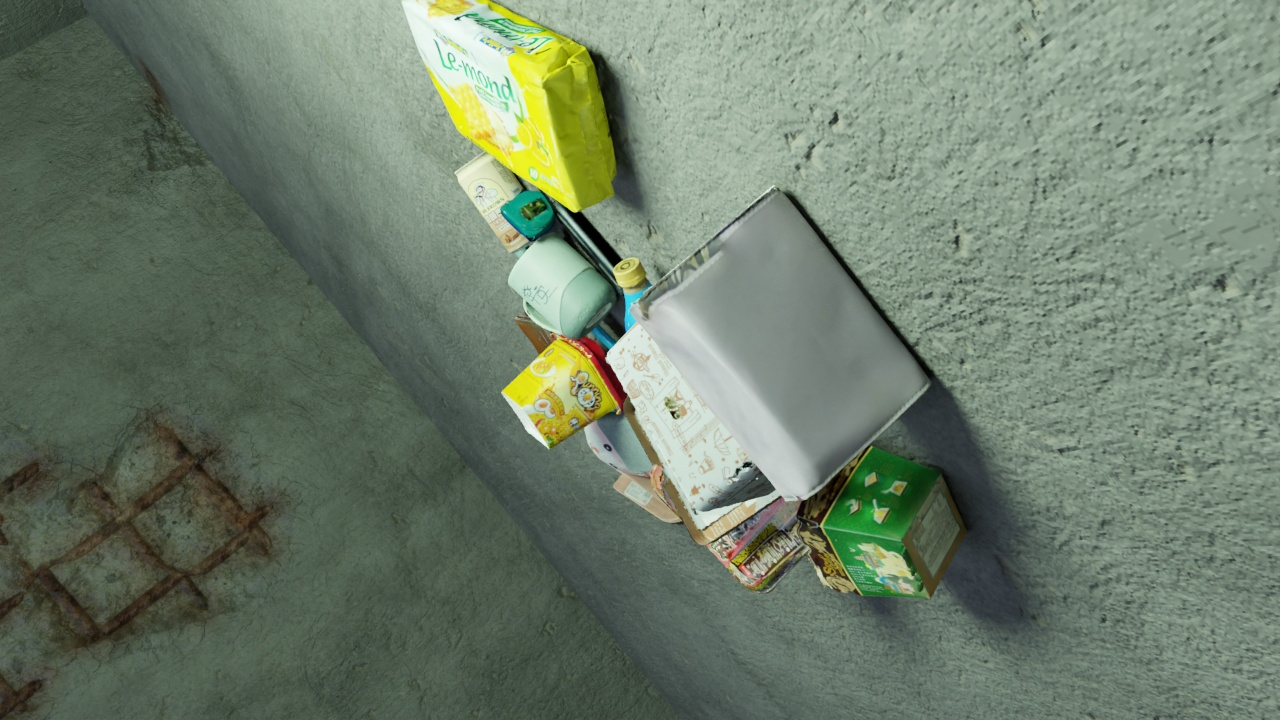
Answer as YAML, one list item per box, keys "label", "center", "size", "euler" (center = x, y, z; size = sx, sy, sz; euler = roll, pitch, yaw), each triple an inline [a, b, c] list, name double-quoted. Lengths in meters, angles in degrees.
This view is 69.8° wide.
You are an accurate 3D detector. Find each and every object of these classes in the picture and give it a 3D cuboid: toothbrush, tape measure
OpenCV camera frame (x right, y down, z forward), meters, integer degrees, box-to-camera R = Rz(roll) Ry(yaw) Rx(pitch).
- label: "toothbrush"
  center: [-0.078, -0.159, 1.005]
  size: [0.212, 0.026, 0.027]
  euler: [50, 126, 2]
- label: "tape measure"
  center: [-0.124, -0.167, 1.041]
  size: [0.058, 0.054, 0.025]
  euler: [44, 163, 14]

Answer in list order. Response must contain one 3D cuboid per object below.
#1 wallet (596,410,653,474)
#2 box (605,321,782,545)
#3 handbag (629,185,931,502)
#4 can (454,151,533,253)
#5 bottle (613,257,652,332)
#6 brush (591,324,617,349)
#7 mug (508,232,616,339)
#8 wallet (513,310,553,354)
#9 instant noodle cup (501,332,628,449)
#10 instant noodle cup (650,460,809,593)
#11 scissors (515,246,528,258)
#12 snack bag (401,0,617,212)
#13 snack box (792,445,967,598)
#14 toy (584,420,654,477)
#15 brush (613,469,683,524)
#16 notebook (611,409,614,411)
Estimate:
- label: "wallet"
  center: [0.018, 0.104, 1.213]
  size: [0.130, 0.036, 0.106]
  euler: [-10, 123, 40]
- label: "box"
  center: [0.041, 0.065, 0.851]
  size: [0.198, 0.157, 0.181]
  euler: [-42, 67, 33]
- label: "handbag"
  center: [0.103, -0.009, 0.708]
  size: [0.197, 0.144, 0.099]
  euler: [51, 158, -2]
- label: "can"
  center: [-0.163, -0.188, 1.082]
  size: [0.116, 0.058, 0.059]
  euler: [55, 160, -15]
- label: "bottle"
  center: [0.028, -0.014, 0.981]
  size: [0.065, 0.065, 0.219]
  euler: [24, 147, 51]
- label: "brush"
  center: [-0.007, 0.007, 1.118]
  size: [0.254, 0.045, 0.083]
  euler: [47, 167, 11]
- label: "mug"
  center: [-0.095, -0.075, 1.079]
  size: [0.106, 0.082, 0.112]
  euler: [43, 133, 5]
- label: "wallet"
  center: [-0.119, -0.015, 1.282]
  size: [0.124, 0.032, 0.101]
  euler: [58, 161, -22]
- label: "instant noodle cup"
  center: [-0.100, 0.039, 1.173]
  size: [0.116, 0.123, 0.116]
  euler: [29, 153, 56]
- label: "instant noodle cup"
  center: [0.113, 0.133, 0.974]
  size: [0.189, 0.078, 0.165]
  euler: [44, 127, 15]
- label: "scissors"
  center: [-0.145, -0.146, 1.180]
  size: [0.181, 0.019, 0.170]
  euler: [53, 161, -12]
- label: "snack bag"
  center: [-0.118, -0.252, 0.857]
  size: [0.246, 0.068, 0.158]
  euler: [37, 157, 32]
- label: "snack box"
  center: [0.219, 0.144, 0.814]
  size: [0.106, 0.117, 0.118]
  euler: [5, 136, 47]
- label: "toy"
  center: [-0.011, 0.125, 1.305]
  size: [0.159, 0.054, 0.121]
  euler: [18, 149, 24]
- label: "brush"
  center: [0.022, 0.196, 1.372]
  size: [0.146, 0.063, 0.073]
  euler: [28, 161, 45]
- label: "notebook"
  center: [-0.092, -0.001, 1.317]
  size: [0.209, 0.012, 0.150]
  euler: [47, 163, 17]
